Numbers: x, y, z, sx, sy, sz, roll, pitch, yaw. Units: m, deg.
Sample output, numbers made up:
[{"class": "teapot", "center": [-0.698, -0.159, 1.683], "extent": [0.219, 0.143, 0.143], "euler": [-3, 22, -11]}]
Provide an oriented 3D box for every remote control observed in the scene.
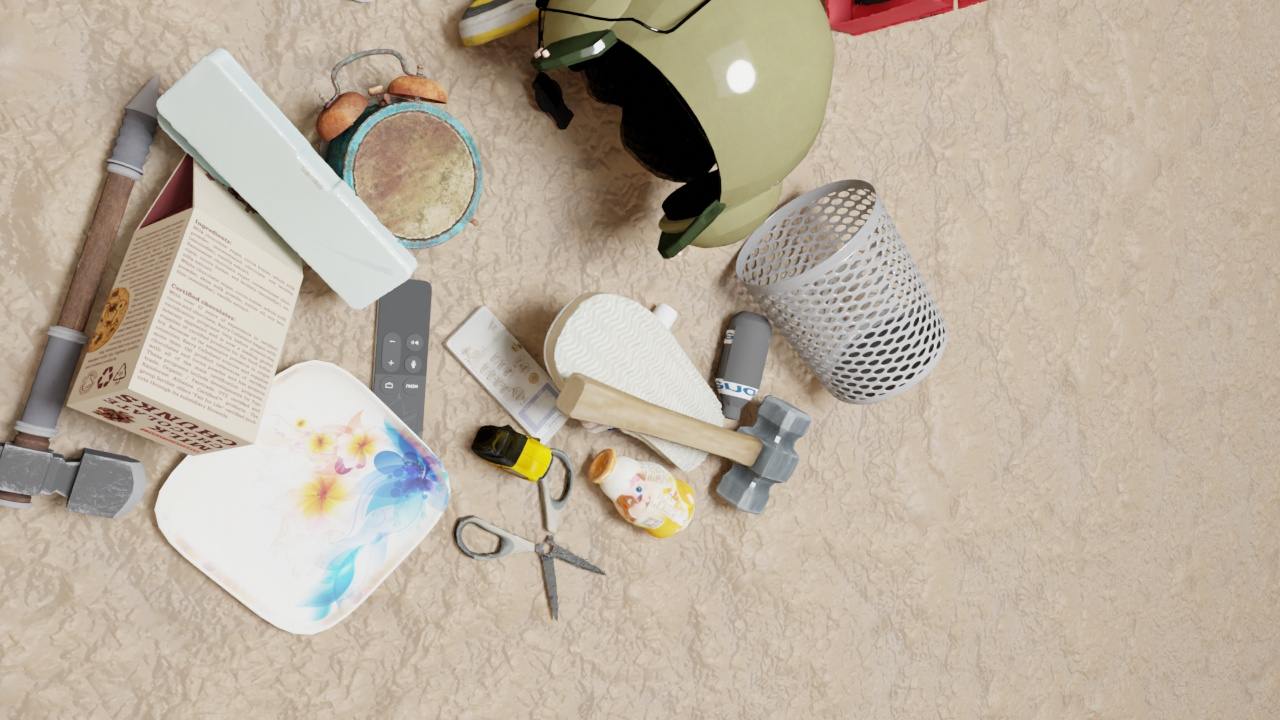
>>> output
[{"class": "remote control", "center": [-0.206, 0.003, 0.787], "extent": [0.045, 0.008, 0.146], "euler": [3, 92, -30]}, {"class": "remote control", "center": [-0.117, 0.015, 0.839], "extent": [0.050, 0.011, 0.136], "euler": [-48, 115, -19]}]

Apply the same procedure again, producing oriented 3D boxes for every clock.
[{"class": "clock", "center": [-0.199, -0.169, 0.740], "extent": [0.121, 0.073, 0.158], "euler": [-27, 117, -26]}]

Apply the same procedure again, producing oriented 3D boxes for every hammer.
[{"class": "hammer", "center": [0.045, 0.066, 0.850], "extent": [0.322, 0.051, 0.117], "euler": [21, 99, -48]}, {"class": "hammer", "center": [-0.397, -0.055, 0.657], "extent": [0.156, 0.043, 0.322], "euler": [19, 82, -30]}]

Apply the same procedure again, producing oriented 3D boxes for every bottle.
[{"class": "bottle", "center": [0.001, 0.126, 0.885], "extent": [0.109, 0.063, 0.063], "euler": [38, 75, -28]}, {"class": "bottle", "center": [0.104, 0.006, 0.947], "extent": [0.047, 0.047, 0.112], "euler": [15, 86, -30]}]

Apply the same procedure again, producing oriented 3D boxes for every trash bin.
[{"class": "trash bin", "center": [0.213, -0.064, 0.946], "extent": [0.156, 0.157, 0.183], "euler": [-49, 117, -19]}]

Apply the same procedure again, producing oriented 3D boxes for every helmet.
[{"class": "helmet", "center": [0.035, -0.226, 0.757], "extent": [0.232, 0.256, 0.250], "euler": [-44, 115, -17]}]

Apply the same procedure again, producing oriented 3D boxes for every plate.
[{"class": "plate", "center": [-0.268, 0.111, 0.749], "extent": [0.186, 0.016, 0.187], "euler": [-47, 114, -15]}]

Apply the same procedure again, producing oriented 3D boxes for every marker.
[{"class": "marker", "center": [-0.005, 0.005, 0.896], "extent": [0.027, 0.023, 0.133], "euler": [36, 76, -15]}]

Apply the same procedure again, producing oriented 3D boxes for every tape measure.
[{"class": "tape measure", "center": [-0.111, 0.080, 0.816], "extent": [0.064, 0.066, 0.037], "euler": [31, 74, -23]}]

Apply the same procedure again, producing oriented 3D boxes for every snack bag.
[{"class": "snack bag", "center": [-0.310, -0.048, 0.658], "extent": [0.094, 0.070, 0.206], "euler": [40, 47, -48]}]

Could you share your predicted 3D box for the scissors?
[{"class": "scissors", "center": [-0.094, 0.161, 0.862], "extent": [0.170, 0.013, 0.157], "euler": [19, 85, -30]}]

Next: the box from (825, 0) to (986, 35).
[{"class": "box", "center": [0.308, -0.451, 0.846], "extent": [0.123, 0.378, 0.211], "euler": [-3, 96, -20]}]

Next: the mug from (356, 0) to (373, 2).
[{"class": "mug", "center": [-0.233, -0.338, 0.713], "extent": [0.070, 0.084, 0.113], "euler": [-5, 128, -28]}]

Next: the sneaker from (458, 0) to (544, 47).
[{"class": "sneaker", "center": [-0.084, -0.375, 0.785], "extent": [0.238, 0.086, 0.122], "euler": [-45, 120, -24]}]

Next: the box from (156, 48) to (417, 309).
[{"class": "box", "center": [-0.257, -0.129, 0.679], "extent": [0.078, 0.122, 0.197], "euler": [-41, 115, -4]}]

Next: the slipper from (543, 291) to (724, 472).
[{"class": "slipper", "center": [-0.006, 0.025, 0.852], "extent": [0.115, 0.052, 0.263], "euler": [-58, 138, -9]}]
